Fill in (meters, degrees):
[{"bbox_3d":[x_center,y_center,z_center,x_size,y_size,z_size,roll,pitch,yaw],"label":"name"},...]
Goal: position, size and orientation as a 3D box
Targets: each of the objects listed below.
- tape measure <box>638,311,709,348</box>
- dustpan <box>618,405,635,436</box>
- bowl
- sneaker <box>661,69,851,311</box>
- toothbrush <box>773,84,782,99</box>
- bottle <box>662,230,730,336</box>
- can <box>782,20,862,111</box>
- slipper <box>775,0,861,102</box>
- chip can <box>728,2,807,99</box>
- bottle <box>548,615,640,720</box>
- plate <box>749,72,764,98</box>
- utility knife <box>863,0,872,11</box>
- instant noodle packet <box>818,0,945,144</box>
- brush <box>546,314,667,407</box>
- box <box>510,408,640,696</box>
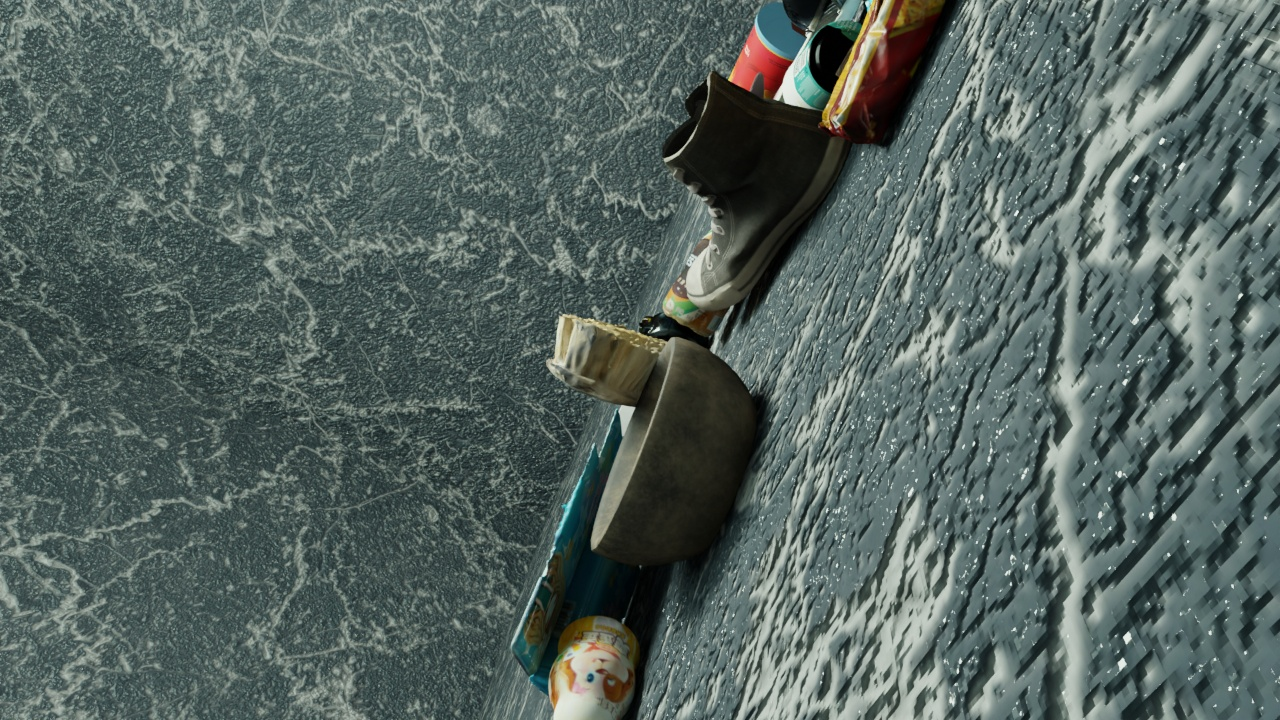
[{"bbox_3d":[0.037,-0.022,0.991,0.071,0.072,0.042,72,-146,-47],"label":"tape measure"},{"bbox_3d":[-0.031,0.126,1.230,0.258,0.053,0.191,169,122,-85],"label":"dustpan"},{"bbox_3d":[0.026,0.070,0.645,0.162,0.070,0.162,-162,93,-86],"label":"bowl"},{"bbox_3d":[0.064,-0.131,0.752,0.235,0.120,0.095,127,164,-60],"label":"sneaker"},{"bbox_3d":[0.125,-0.226,0.891,0.222,0.027,0.027,-58,-5,-25],"label":"toothbrush"},{"bbox_3d":[0.085,-0.105,0.885,0.167,0.059,0.059,-59,6,10],"label":"bottle"},{"bbox_3d":[0.143,-0.217,0.700,0.101,0.055,0.055,-154,85,-86],"label":"can"},{"bbox_3d":[0.149,-0.304,0.796,0.111,0.063,0.264,-136,67,-83],"label":"slipper"},{"bbox_3d":[0.133,-0.303,1.067,0.214,0.087,0.086,119,171,-58],"label":"chip can"},{"bbox_3d":[-0.035,0.236,0.655,0.108,0.063,0.063,-77,9,-60],"label":"bottle"},{"bbox_3d":[0.105,-0.213,0.970,0.178,0.012,0.178,14,-91,-79],"label":"plate"},{"bbox_3d":[0.192,-0.296,0.760,0.140,0.015,0.022,-73,-15,-65],"label":"utility knife"},{"bbox_3d":[0.156,-0.202,0.577,0.098,0.039,0.136,-83,13,-72],"label":"instant noodle packet"},{"bbox_3d":[-0.004,0.005,0.810,0.056,0.083,0.271,-67,-18,4],"label":"brush"},{"bbox_3d":[-0.041,0.160,0.768,0.182,0.039,0.226,69,-144,-54],"label":"box"}]
